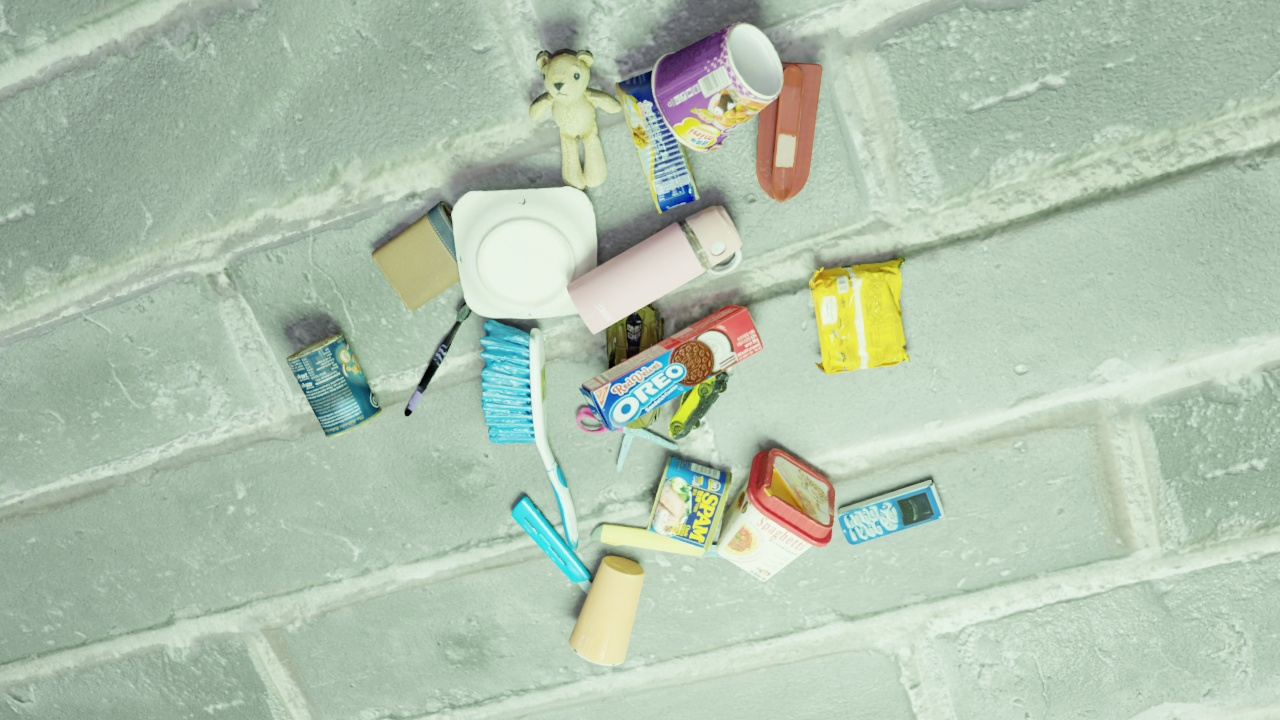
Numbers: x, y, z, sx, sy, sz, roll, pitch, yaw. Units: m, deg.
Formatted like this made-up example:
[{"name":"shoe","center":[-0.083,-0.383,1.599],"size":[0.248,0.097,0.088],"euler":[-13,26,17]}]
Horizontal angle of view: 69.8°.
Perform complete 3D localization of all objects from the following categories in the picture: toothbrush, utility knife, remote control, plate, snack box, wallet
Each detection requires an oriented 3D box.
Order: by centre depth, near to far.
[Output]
[{"name":"snack box","center":[0.035,0.007,1.050],"size":[0.207,0.058,0.057],"euler":[-28,104,-10]},{"name":"plate","center":[-0.130,-0.116,1.054],"size":[0.164,0.034,0.164],"euler":[-4,121,-2]},{"name":"wallet","center":[-0.253,-0.122,1.093],"size":[0.115,0.033,0.090],"euler":[-31,100,17]},{"name":"remote control","center":[0.309,0.188,1.136],"size":[0.125,0.024,0.049],"euler":[-20,106,14]},{"name":"toothbrush","center":[-0.253,-0.001,1.144],"size":[0.014,0.016,0.189],"euler":[32,111,-5]},{"name":"utility knife","center":[0.025,0.237,1.191],"size":[0.183,0.019,0.031],"euler":[10,114,10]},{"name":"utility knife","center":[-0.107,0.254,1.214],"size":[0.034,0.018,0.182],"euler":[-35,103,16]}]

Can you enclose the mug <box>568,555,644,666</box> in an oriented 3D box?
[{"name":"mug","center":[-0.039,0.322,1.195],"size":[0.078,0.078,0.123],"euler":[18,98,0]}]

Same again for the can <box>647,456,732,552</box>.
[{"name":"can","center":[0.060,0.178,1.146],"size":[0.083,0.057,0.102],"euler":[17,110,3]}]

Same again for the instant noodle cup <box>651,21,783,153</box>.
[{"name":"instant noodle cup","center":[0.084,-0.284,0.937],"size":[0.099,0.111,0.111],"euler":[-20,108,45]}]

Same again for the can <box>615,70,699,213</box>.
[{"name":"can","center":[0.020,-0.237,0.998],"size":[0.049,0.074,0.148],"euler":[-17,107,9]}]

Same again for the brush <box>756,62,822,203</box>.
[{"name":"brush","center":[0.155,-0.242,0.981],"size":[0.063,0.069,0.146],"euler":[5,110,6]}]

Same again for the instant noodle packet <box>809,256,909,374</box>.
[{"name":"instant noodle packet","center":[0.250,-0.052,1.050],"size":[0.111,0.044,0.128],"euler":[-9,111,3]}]

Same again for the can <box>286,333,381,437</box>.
[{"name":"can","center":[-0.380,0.029,1.138],"size":[0.075,0.075,0.111],"euler":[-20,105,13]}]

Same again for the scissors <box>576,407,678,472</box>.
[{"name":"scissors","center":[-0.013,0.080,1.142],"size":[0.133,0.017,0.134],"euler":[22,107,-1]}]

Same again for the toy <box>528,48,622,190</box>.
[{"name":"toy","center":[-0.073,-0.261,1.005],"size":[0.105,0.066,0.157],"euler":[0,125,14]}]

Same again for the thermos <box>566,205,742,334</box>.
[{"name":"thermos","center":[0.021,-0.099,1.041],"size":[0.198,0.067,0.087],"euler":[-29,130,3]}]

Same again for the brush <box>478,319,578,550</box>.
[{"name":"brush","center":[-0.136,0.102,1.149],"size":[0.109,0.060,0.315],"euler":[1,112,3]}]

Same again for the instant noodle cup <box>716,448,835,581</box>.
[{"name":"instant noodle cup","center":[0.160,0.193,1.116],"size":[0.116,0.116,0.124],"euler":[32,121,-5]}]

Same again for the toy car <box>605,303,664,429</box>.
[{"name":"toy car","center":[-0.007,0.006,1.095],"size":[0.070,0.042,0.158],"euler":[0,101,7]}]

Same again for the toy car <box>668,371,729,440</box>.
[{"name":"toy car","center":[0.066,0.051,1.108],"size":[0.032,0.048,0.105],"euler":[41,111,22]}]
